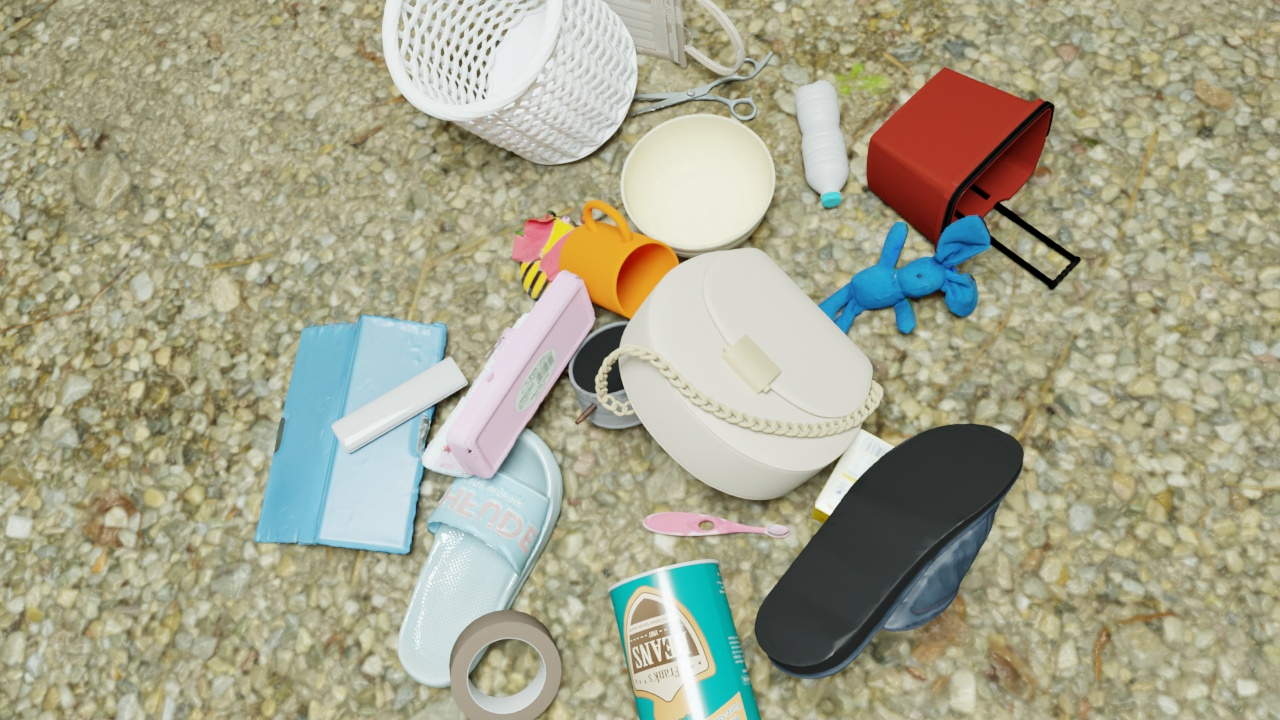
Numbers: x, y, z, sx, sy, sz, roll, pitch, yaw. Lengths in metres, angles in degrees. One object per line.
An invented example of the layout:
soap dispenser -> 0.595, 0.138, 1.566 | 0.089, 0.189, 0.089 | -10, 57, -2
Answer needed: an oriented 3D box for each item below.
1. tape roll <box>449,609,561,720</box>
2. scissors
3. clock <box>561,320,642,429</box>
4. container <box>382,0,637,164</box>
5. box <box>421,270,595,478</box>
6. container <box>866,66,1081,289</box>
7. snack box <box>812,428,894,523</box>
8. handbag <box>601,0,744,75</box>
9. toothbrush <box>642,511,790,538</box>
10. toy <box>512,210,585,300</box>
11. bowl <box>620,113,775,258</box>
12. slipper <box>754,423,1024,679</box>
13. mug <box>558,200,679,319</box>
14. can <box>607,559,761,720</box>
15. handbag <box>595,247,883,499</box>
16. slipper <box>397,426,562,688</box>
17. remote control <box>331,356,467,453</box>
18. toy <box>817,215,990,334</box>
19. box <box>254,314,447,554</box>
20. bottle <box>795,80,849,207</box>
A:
tape roll -> -0.116, 0.264, 0.787 | 0.093, 0.030, 0.094 | -1, 96, -13
scissors -> 0.067, -0.303, 1.006 | 0.153, 0.014, 0.130 | 19, 74, 10
clock -> -0.005, 0.005, 0.867 | 0.148, 0.056, 0.104 | -32, 45, -2
container -> -0.122, -0.307, 0.910 | 0.190, 0.186, 0.189 | -1, 87, 23
box -> -0.130, 0.010, 0.846 | 0.101, 0.111, 0.200 | 18, 60, 25
container -> 0.329, -0.168, 0.868 | 0.148, 0.127, 0.201 | -44, 64, -9
snack box -> 0.216, 0.124, 0.801 | 0.106, 0.061, 0.083 | 29, 77, 16
handbag -> 0.029, -0.363, 0.950 | 0.198, 0.176, 0.062 | 41, 79, 17
toothbrush -> 0.069, 0.151, 0.836 | 0.135, 0.016, 0.021 | 2, 70, 8
toy -> -0.090, -0.110, 0.942 | 0.084, 0.046, 0.103 | 12, 76, -2
bowl -> 0.059, -0.163, 0.922 | 0.151, 0.075, 0.150 | -3, 69, 7
slipper -> 0.204, 0.158, 0.724 | 0.265, 0.083, 0.109 | -42, 32, -19
mug -> -0.026, -0.101, 0.873 | 0.077, 0.113, 0.096 | -35, 36, -22
can -> 0.037, 0.249, 0.758 | 0.099, 0.099, 0.143 | -16, 68, 1
handbag -> 0.089, 0.012, 0.802 | 0.210, 0.104, 0.208 | 47, 49, 6
slipper -> -0.148, 0.172, 0.827 | 0.104, 0.074, 0.245 | 18, 75, 13
remote control -> -0.229, 0.041, 0.875 | 0.130, 0.012, 0.033 | -32, 79, -17
toy -> 0.249, -0.065, 0.865 | 0.177, 0.113, 0.070 | -25, 30, 20
box -> -0.286, 0.068, 0.895 | 0.175, 0.060, 0.231 | 1, 71, 9
bottle -> 0.188, -0.221, 0.943 | 0.044, 0.044, 0.136 | -6, 69, 5
